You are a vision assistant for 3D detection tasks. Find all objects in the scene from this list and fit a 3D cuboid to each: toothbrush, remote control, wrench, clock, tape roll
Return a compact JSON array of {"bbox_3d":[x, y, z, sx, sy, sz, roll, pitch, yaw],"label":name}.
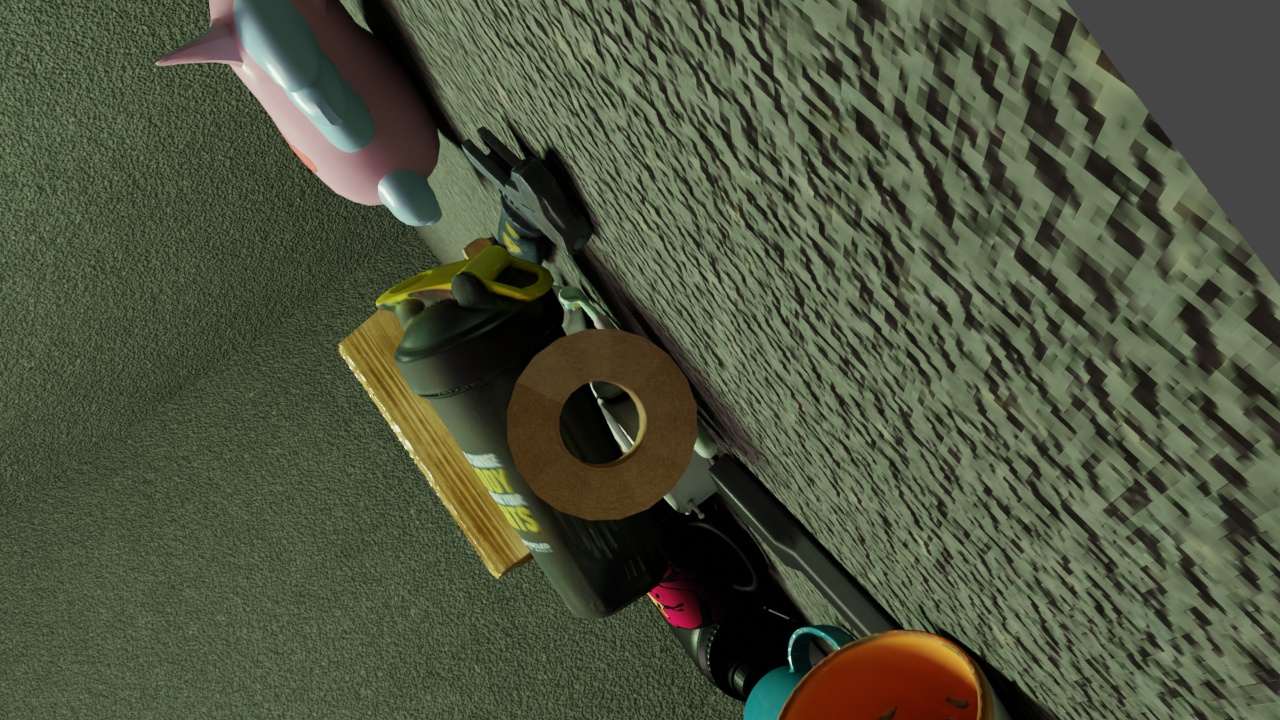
[{"bbox_3d":[-0.003,0.003,0.525,0.022,0.015,0.154,10,-151,-46],"label":"toothbrush"},{"bbox_3d":[0.079,0.096,0.448,0.136,0.015,0.032,46,170,43],"label":"remote control"},{"bbox_3d":[-0.064,-0.076,0.511,0.073,0.022,0.273,47,172,-4],"label":"wrench"},{"bbox_3d":[0.005,0.042,0.575,0.122,0.035,0.094,52,172,3],"label":"clock"},{"bbox_3d":[-0.020,0.031,0.459,0.094,0.094,0.027,54,173,-3],"label":"tape roll"}]

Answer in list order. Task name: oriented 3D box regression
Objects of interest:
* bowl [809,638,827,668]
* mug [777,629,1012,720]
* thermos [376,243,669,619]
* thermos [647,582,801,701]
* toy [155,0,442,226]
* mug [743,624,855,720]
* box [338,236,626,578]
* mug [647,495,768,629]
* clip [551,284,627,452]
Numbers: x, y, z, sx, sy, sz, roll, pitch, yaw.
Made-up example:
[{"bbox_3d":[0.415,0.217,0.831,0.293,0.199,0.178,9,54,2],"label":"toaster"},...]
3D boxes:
[{"bbox_3d":[0.144,0.273,0.748,0.114,0.045,0.114,52,172,9],"label":"bowl"},{"bbox_3d":[0.108,0.164,0.334,0.105,0.082,0.082,54,173,-19],"label":"mug"},{"bbox_3d":[-0.058,0.043,0.529,0.221,0.098,0.098,63,170,-19],"label":"thermos"},{"bbox_3d":[0.069,0.210,0.758,0.086,0.086,0.199,55,172,-13],"label":"thermos"},{"bbox_3d":[-0.193,-0.167,0.587,0.222,0.120,0.171,58,-179,-26],"label":"toy"},{"bbox_3d":[0.112,0.214,0.545,0.104,0.084,0.112,-173,82,-69],"label":"mug"},{"bbox_3d":[-0.116,0.045,0.959,0.279,0.192,0.251,52,-173,9],"label":"box"},{"bbox_3d":[0.040,0.137,0.678,0.118,0.081,0.098,-5,126,49],"label":"mug"},{"bbox_3d":[-0.045,-0.004,0.666,0.152,0.101,0.126,23,168,9],"label":"clip"}]
